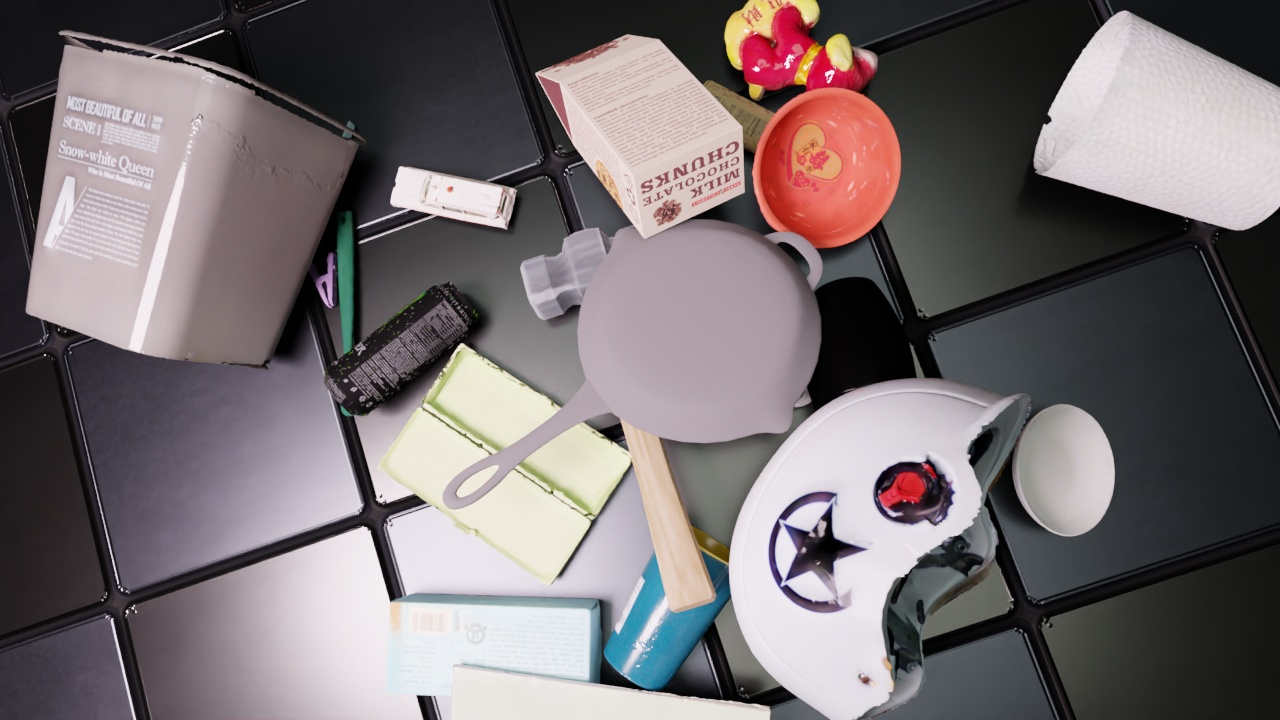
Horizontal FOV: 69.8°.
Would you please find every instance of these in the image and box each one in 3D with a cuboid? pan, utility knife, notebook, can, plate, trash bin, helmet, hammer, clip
[{"bbox_3d":[-0.005,0.004,0.712,0.354,0.024,0.216,-35,71,-9],"label":"pan"},{"bbox_3d":[-0.301,-0.141,0.851,0.022,0.015,0.177,19,82,19],"label":"utility knife"},{"bbox_3d":[-0.031,0.342,0.731,0.252,0.010,0.182,5,100,6],"label":"notebook"},{"bbox_3d":[-0.207,-0.010,0.794,0.137,0.054,0.054,-40,80,-10],"label":"can"},{"bbox_3d":[0.333,0.088,0.736,0.104,0.026,0.104,3,83,-23],"label":"plate"},{"bbox_3d":[0.423,-0.181,0.727,0.161,0.133,0.133,23,85,3],"label":"trash bin"},{"bbox_3d":[0.164,0.119,0.671,0.164,0.236,0.264,27,88,28],"label":"helmet"},{"bbox_3d":[-0.004,0.038,0.737,0.117,0.051,0.322,-18,67,2],"label":"hammer"},{"bbox_3d":[-0.378,-0.122,0.766,0.197,0.197,0.220,17,91,19],"label":"trash bin"},{"bbox_3d":[0.086,-0.211,0.806,0.079,0.038,0.038,30,86,9],"label":"can"},{"bbox_3d":[-0.286,-0.077,0.841,0.050,0.014,0.046,44,86,12],"label":"clip"}]

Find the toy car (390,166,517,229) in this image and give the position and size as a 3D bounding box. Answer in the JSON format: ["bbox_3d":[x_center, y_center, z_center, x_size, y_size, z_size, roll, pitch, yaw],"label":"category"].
[{"bbox_3d":[-0.170,-0.149,0.824,0.113,0.039,0.039,13,84,7],"label":"toy car"}]

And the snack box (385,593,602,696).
[{"bbox_3d":[-0.121,0.237,0.762,0.175,0.053,0.075,0,84,7],"label":"snack box"}]

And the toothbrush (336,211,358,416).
[{"bbox_3d":[-0.264,-0.043,0.833,0.016,0.017,0.189,-5,81,5],"label":"toothbrush"}]

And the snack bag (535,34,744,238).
[{"bbox_3d":[-0.006,-0.209,0.779,0.094,0.070,0.206,-26,55,-10],"label":"snack bag"}]

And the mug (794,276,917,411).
[{"bbox_3d":[0.162,-0.008,0.758,0.119,0.084,0.100,-20,65,33],"label":"mug"}]

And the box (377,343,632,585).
[{"bbox_3d":[-0.117,0.088,0.794,0.187,0.024,0.137,31,81,9],"label":"box"}]

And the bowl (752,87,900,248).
[{"bbox_3d":[0.150,-0.162,0.775,0.130,0.045,0.130,-3,105,-12],"label":"bowl"}]

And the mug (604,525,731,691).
[{"bbox_3d":[0.025,0.199,0.743,0.078,0.078,0.121,32,91,9],"label":"mug"}]

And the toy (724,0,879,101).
[{"bbox_3d":[0.132,-0.266,0.799,0.137,0.067,0.105,39,89,17],"label":"toy"}]
